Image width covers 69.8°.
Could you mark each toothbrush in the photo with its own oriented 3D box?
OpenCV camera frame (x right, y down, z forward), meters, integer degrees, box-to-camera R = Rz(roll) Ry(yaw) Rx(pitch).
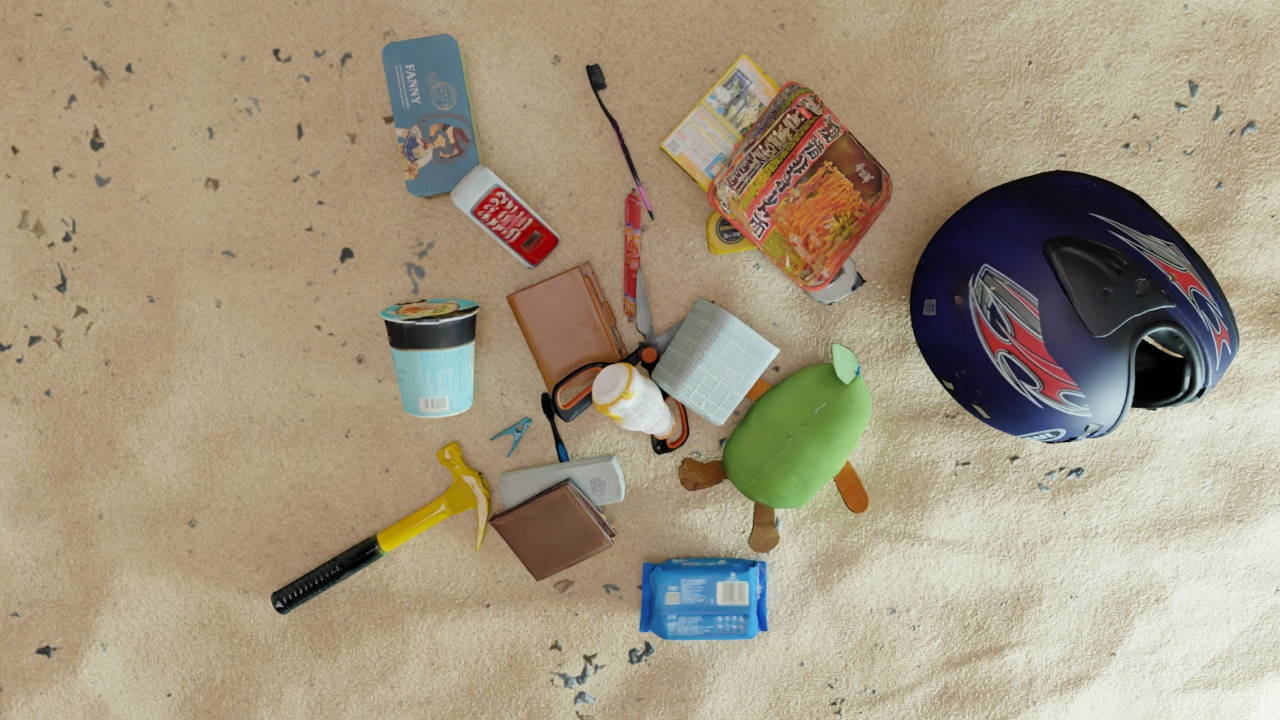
[{"bbox_3d":[-0.090,0.127,1.110,0.014,0.016,0.189,-16,101,0],"label":"toothbrush"},{"bbox_3d":[-0.019,-0.250,1.052,0.017,0.014,0.189,-25,98,-9],"label":"toothbrush"}]

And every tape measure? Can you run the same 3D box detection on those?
[{"bbox_3d":[0.217,-0.099,1.064,0.066,0.033,0.066,-34,95,4],"label":"tape measure"},{"bbox_3d":[0.104,-0.151,1.058,0.060,0.029,0.057,-9,99,1],"label":"tape measure"}]

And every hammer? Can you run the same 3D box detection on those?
[{"bbox_3d":[-0.314,0.223,1.113,0.301,0.033,0.129,-30,96,4],"label":"hammer"}]

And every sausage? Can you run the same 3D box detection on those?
[{"bbox_3d":[-0.009,-0.121,1.067,0.020,0.020,0.156,1,99,0],"label":"sausage"}]

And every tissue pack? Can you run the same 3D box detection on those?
[{"bbox_3d":[0.076,0.287,1.111,0.157,0.052,0.095,-1,96,0],"label":"tissue pack"}]

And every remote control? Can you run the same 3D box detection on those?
[{"bbox_3d":[-0.150,-0.159,1.030,0.056,0.020,0.136,-43,127,7],"label":"remote control"},{"bbox_3d":[-0.094,0.150,1.095,0.150,0.021,0.058,-10,108,11],"label":"remote control"}]

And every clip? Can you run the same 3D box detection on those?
[{"bbox_3d":[-0.152,0.088,1.102,0.054,0.013,0.034,-41,97,8],"label":"clip"}]

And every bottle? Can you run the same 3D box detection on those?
[{"bbox_3d":[-0.004,0.050,1.032,0.063,0.063,0.108,-47,126,6],"label":"bottle"}]

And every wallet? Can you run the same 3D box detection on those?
[{"bbox_3d":[-0.082,-0.037,1.073,0.108,0.031,0.132,-23,102,2],"label":"wallet"},{"bbox_3d":[-0.105,0.200,1.091,0.125,0.032,0.101,-29,111,19],"label":"wallet"}]

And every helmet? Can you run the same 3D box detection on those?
[{"bbox_3d":[0.430,-0.032,0.961,0.240,0.247,0.315,-43,88,-12],"label":"helmet"}]

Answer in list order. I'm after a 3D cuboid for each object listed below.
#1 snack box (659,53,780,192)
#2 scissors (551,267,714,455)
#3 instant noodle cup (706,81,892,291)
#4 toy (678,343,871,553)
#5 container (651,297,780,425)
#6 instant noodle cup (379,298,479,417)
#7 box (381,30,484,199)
[{"bbox_3d":[0.099,-0.264,1.041,0.087,0.033,0.140,42,98,-5],"label":"snack box"},{"bbox_3d":[-0.002,0.011,1.069,0.220,0.022,0.234,-21,108,-12],"label":"scissors"},{"bbox_3d":[0.170,-0.187,1.006,0.189,0.079,0.164,39,87,-23],"label":"instant noodle cup"},{"bbox_3d":[0.174,0.096,1.065,0.247,0.090,0.227,-45,82,3],"label":"toy"},{"bbox_3d":[0.080,0.003,1.036,0.090,0.090,0.111,34,91,-23],"label":"container"},{"bbox_3d":[-0.236,-0.002,1.050,0.111,0.111,0.120,-1,107,0],"label":"instant noodle cup"},{"bbox_3d":[-0.229,-0.275,1.026,0.090,0.061,0.184,-11,100,1],"label":"box"}]
